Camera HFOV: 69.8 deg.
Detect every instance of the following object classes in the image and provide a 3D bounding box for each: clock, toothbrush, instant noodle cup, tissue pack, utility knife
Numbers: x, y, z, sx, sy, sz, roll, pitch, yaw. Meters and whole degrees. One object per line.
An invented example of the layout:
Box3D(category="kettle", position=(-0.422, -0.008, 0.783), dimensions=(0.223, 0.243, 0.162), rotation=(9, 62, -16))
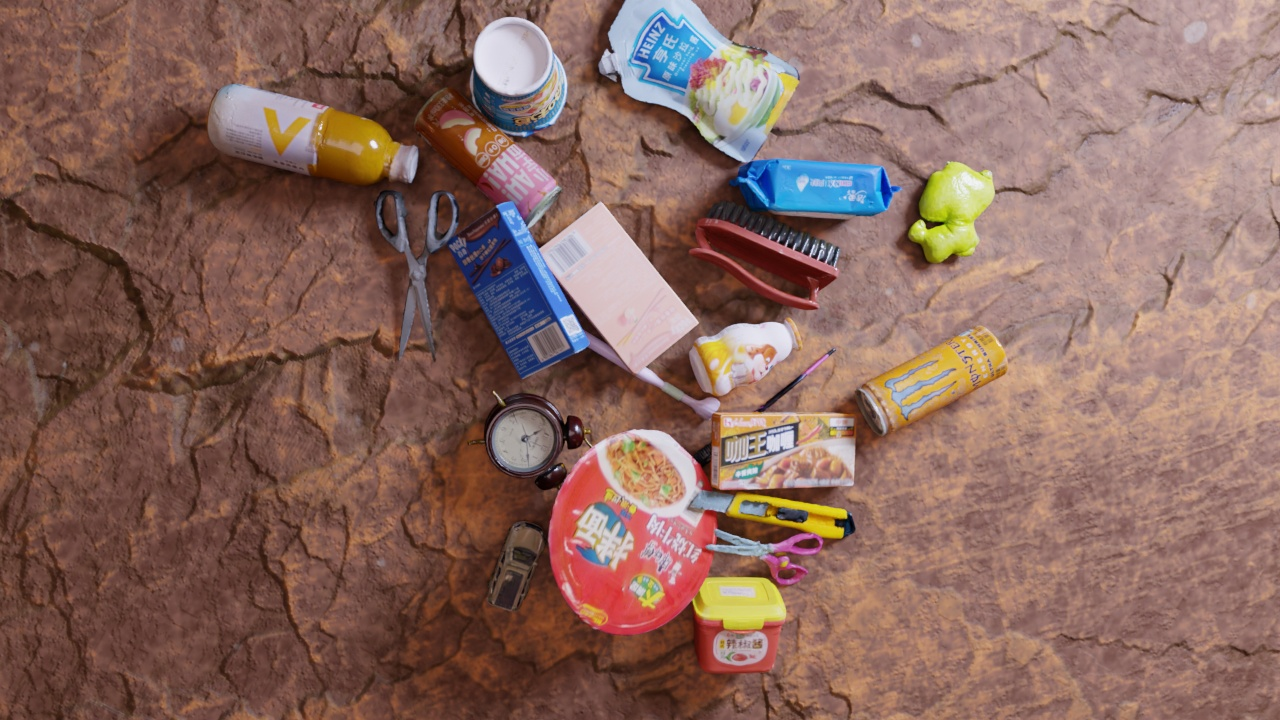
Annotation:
Box3D(category="clock", position=(-0.104, 0.081, 0.911), dimensions=(0.122, 0.055, 0.082), rotation=(26, 90, -7))
Box3D(category="toothbrush", position=(0.128, 0.046, 0.948), dimensions=(0.189, 0.014, 0.018), rotation=(-40, 83, -2))
Box3D(category="toothbrush", position=(-0.006, 0.005, 0.933), dimensions=(0.189, 0.021, 0.029), rotation=(30, 122, -4))
Box3D(category="instant noodle cup", position=(-0.017, 0.163, 0.891), dimensions=(0.193, 0.066, 0.194), rotation=(1, 88, -33))
Box3D(category="tissue pack", position=(0.165, -0.167, 0.900), dimensions=(0.157, 0.095, 0.052), rotation=(3, 98, -4))
Box3D(category="utility knife", position=(0.138, 0.156, 0.929), dimensions=(0.192, 0.015, 0.033), rotation=(12, 83, -21))
Box3D(category="instant noodle cup", position=(-0.117, -0.272, 0.866), dimensions=(0.099, 0.110, 0.099), rotation=(0, 92, -5))

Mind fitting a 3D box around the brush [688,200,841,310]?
Box3D(category="brush", position=(0.121, -0.104, 0.915), dimensions=(0.146, 0.063, 0.069), rotation=(24, 77, -4))

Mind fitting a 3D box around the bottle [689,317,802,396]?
Box3D(category="bottle", position=(0.106, -0.008, 0.918), dimensions=(0.108, 0.063, 0.063), rotation=(-22, 94, -3))

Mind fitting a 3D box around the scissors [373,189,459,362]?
Box3D(category="scissors", position=(-0.220, -0.091, 0.902), dimensions=(0.171, 0.014, 0.159), rotation=(-43, 81, 19))

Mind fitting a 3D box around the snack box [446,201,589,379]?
Box3D(category="snack box", position=(-0.120, -0.066, 0.893), dimensions=(0.085, 0.026, 0.157), rotation=(-25, 96, 39))

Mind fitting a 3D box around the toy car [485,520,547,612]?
Box3D(category="toy car", position=(-0.125, 0.208, 0.927), dimensions=(0.042, 0.035, 0.090), rotation=(20, 89, -6))

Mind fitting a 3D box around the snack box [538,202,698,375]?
Box3D(category="snack box", position=(-0.023, -0.071, 0.914), dimensions=(0.084, 0.026, 0.157), rotation=(-39, 90, -7))

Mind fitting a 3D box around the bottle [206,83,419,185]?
Box3D(category="bottle", position=(-0.309, -0.210, 0.875), dimensions=(0.189, 0.068, 0.068), rotation=(14, 92, -5))

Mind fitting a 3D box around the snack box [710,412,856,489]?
Box3D(category="snack box", position=(0.145, 0.090, 0.927), dimensions=(0.153, 0.026, 0.075), rotation=(1, 91, -19))

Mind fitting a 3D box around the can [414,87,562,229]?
Box3D(category="can", position=(-0.148, -0.196, 0.893), dimensions=(0.147, 0.058, 0.058), rotation=(42, 89, -5))

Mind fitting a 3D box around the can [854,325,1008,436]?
Box3D(category="can", position=(0.296, 0.021, 0.936), dimensions=(0.146, 0.058, 0.058), rotation=(-27, 94, -3))

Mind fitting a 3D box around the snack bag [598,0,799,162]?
Box3D(category="snack bag", position=(0.055, -0.289, 0.915), dimensions=(0.191, 0.038, 0.110), rotation=(31, 101, -4))

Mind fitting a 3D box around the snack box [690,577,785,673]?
Box3D(category="snack box", position=(0.096, 0.268, 0.927), dimensions=(0.091, 0.082, 0.080), rotation=(0, 106, -4))

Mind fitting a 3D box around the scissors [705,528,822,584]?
Box3D(category="scissors", position=(0.128, 0.185, 0.923), dimensions=(0.137, 0.017, 0.077), rotation=(28, 110, -28))

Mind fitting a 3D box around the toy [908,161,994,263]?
Box3D(category="toy", position=(0.319, -0.154, 0.943), dimensions=(0.096, 0.031, 0.100), rotation=(-13, 94, -2))
